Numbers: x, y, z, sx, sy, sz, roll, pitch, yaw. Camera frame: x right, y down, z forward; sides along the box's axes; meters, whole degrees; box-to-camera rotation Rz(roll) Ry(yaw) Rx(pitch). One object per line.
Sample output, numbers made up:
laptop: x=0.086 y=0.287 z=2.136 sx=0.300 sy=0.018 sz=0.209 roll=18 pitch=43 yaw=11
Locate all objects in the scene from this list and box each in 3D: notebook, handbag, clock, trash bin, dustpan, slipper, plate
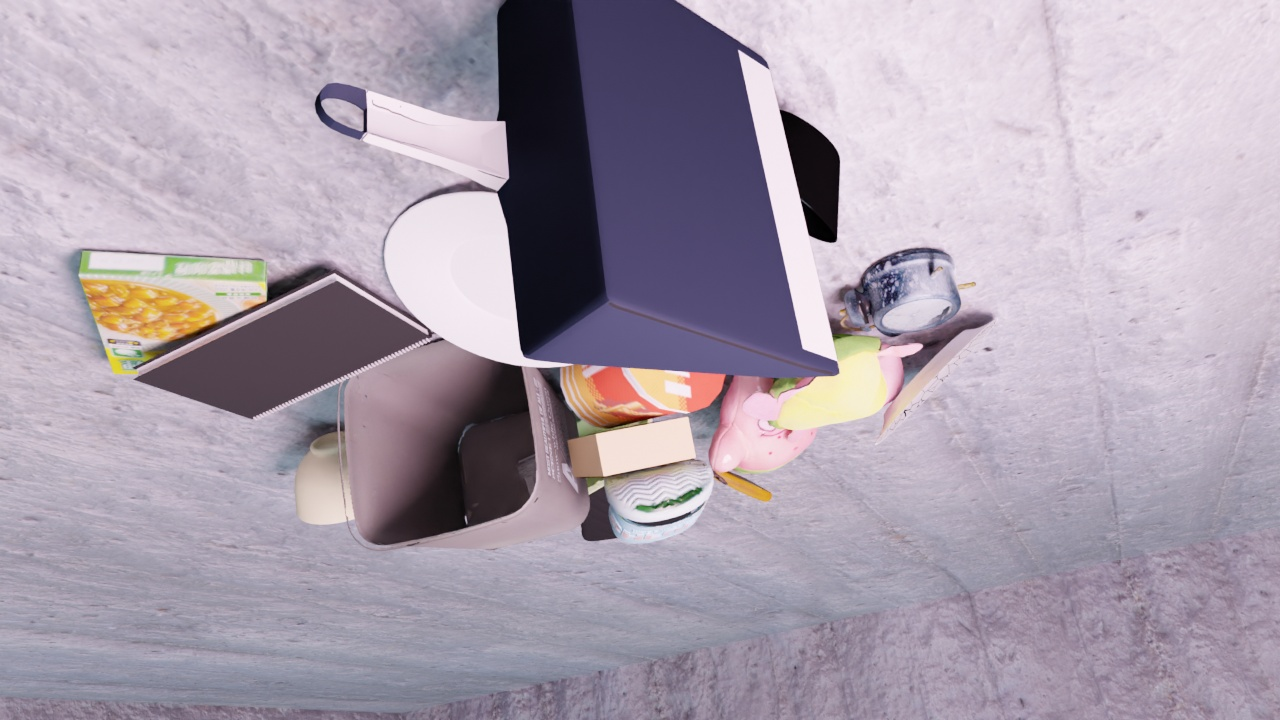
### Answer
notebook: x=-0.313 y=-0.007 z=0.821 sx=0.207 sy=0.016 sz=0.149 roll=-23 pitch=157 yaw=11
handbag: x=-0.012 y=0.165 z=1.252 sx=0.154 sy=0.114 sz=0.125 roll=-7 pitch=131 yaw=4
clock: x=0.251 y=-0.060 z=0.888 sx=0.090 sy=0.052 sz=0.130 roll=14 pitch=151 yaw=-38
trash bin: x=-0.163 y=0.100 z=0.945 sx=0.198 sy=0.197 sz=0.220 roll=-15 pitch=159 yaw=11
dustpan: x=-0.029 y=-0.108 z=0.498 sx=0.272 sy=0.236 sz=0.080 roll=16 pitch=146 yaw=-40
slipper: x=0.014 y=0.142 z=0.922 sx=0.104 sy=0.074 sz=0.245 roll=-11 pitch=177 yaw=-8
plate: x=0.319 y=0.020 z=1.011 sx=0.188 sy=0.016 sz=0.189 roll=-40 pitch=162 yaw=-16
plate: x=-0.108 y=-0.064 z=0.759 sx=0.209 sy=0.015 sz=0.209 roll=8 pitch=143 yaw=6

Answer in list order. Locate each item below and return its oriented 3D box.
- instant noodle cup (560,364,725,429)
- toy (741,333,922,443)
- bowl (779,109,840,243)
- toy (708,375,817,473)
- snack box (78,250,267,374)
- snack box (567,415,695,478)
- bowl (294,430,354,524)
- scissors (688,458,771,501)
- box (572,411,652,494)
instant noodle cup: x=-0.005 y=0.005 z=0.878 sx=0.123 sy=0.123 sz=0.121 roll=12 pitch=155 yaw=-35
toy: x=0.201 y=0.022 z=0.951 sx=0.237 sy=0.087 sz=0.191 roll=-8 pitch=148 yaw=-43
bowl: x=0.103 y=-0.141 z=0.651 sx=0.052 sy=0.124 sz=0.124 roll=-55 pitch=142 yaw=3
toy: x=0.144 y=0.053 z=1.036 sx=0.191 sy=0.097 sz=0.237 roll=-37 pitch=144 yaw=-14
snack box: x=-0.386 y=-0.034 z=0.779 sx=0.131 sy=0.027 sz=0.168 roll=1 pitch=153 yaw=-20
snack box: x=-0.012 y=0.085 z=0.882 sx=0.088 sy=0.040 sz=0.126 roll=-9 pitch=175 yaw=-17
bowl: x=-0.342 y=0.123 z=1.046 sx=0.118 sy=0.117 sz=0.074 roll=-9 pitch=112 yaw=1
scissors: x=0.081 y=0.129 z=1.087 sx=0.225 sy=0.016 sz=0.225 roll=27 pitch=179 yaw=-19
box: x=-0.074 y=0.102 z=1.112 sx=0.083 sy=0.091 sz=0.189 roll=36 pitch=131 yaw=-24
